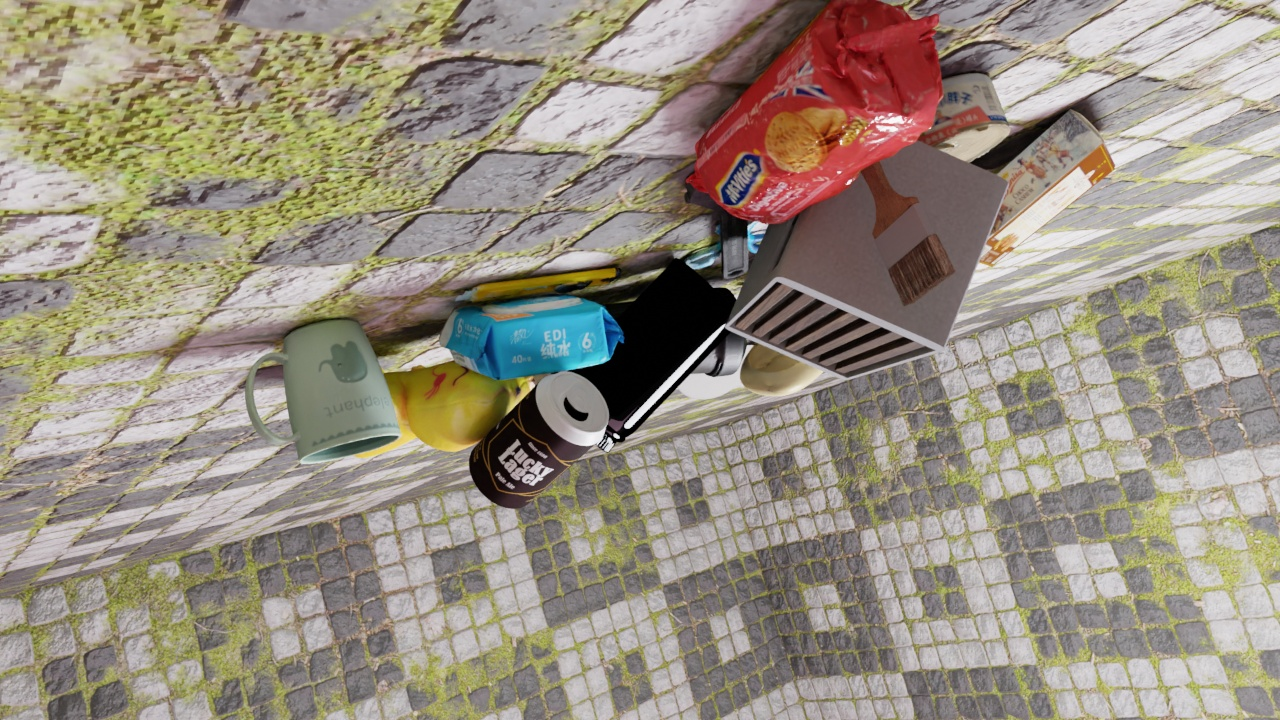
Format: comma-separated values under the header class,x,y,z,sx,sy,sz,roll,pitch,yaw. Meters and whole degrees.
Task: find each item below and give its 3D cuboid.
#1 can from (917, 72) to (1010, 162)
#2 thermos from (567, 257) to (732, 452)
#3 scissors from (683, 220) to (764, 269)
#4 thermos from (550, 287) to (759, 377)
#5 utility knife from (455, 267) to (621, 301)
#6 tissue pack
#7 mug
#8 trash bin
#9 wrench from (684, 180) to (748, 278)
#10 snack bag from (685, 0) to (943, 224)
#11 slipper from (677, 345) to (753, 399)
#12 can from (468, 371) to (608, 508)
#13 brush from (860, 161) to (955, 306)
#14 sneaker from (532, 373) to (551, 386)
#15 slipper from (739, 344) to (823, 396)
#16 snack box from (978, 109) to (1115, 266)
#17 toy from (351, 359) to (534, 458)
class,x,y,z,sx,sy,sz,roll,pitch,yaw
can,0.210,-0.161,0.645,0.086,0.043,0.086,-16,171,-3
thermos,-0.005,0.005,0.863,0.198,0.086,0.086,-46,170,0
scissors,0.098,-0.114,0.846,0.117,0.013,0.140,-11,168,-19
thermos,0.014,-0.024,0.954,0.220,0.098,0.098,-6,169,-15
utility knife,-0.086,-0.065,0.800,0.158,0.017,0.031,-8,159,-31
tissue pack,-0.095,-0.025,0.809,0.144,0.062,0.093,-9,-166,-32
mug,-0.261,0.026,0.743,0.111,0.104,0.084,-10,170,-39
trash bin,0.152,-0.069,0.680,0.114,0.114,0.229,23,173,-1
wrench,0.077,-0.111,0.759,0.073,0.018,0.273,-18,168,2
snack bag,0.094,-0.130,0.512,0.082,0.082,0.177,-13,171,-25
slipper,0.052,-0.030,1.123,0.113,0.080,0.265,-40,149,16
can,-0.090,0.071,0.797,0.071,0.072,0.129,-6,150,-50
brush,0.140,-0.104,0.542,0.008,0.143,0.045,-14,163,-23
sneaker,-0.053,0.007,1.053,0.089,0.099,0.236,-18,178,14
slipper,0.195,-0.056,1.026,0.111,0.079,0.260,11,-139,36
snack box,0.357,-0.151,0.844,0.147,0.041,0.143,-44,161,25
toy,-0.205,0.044,0.858,0.194,0.087,0.134,-5,-175,11
